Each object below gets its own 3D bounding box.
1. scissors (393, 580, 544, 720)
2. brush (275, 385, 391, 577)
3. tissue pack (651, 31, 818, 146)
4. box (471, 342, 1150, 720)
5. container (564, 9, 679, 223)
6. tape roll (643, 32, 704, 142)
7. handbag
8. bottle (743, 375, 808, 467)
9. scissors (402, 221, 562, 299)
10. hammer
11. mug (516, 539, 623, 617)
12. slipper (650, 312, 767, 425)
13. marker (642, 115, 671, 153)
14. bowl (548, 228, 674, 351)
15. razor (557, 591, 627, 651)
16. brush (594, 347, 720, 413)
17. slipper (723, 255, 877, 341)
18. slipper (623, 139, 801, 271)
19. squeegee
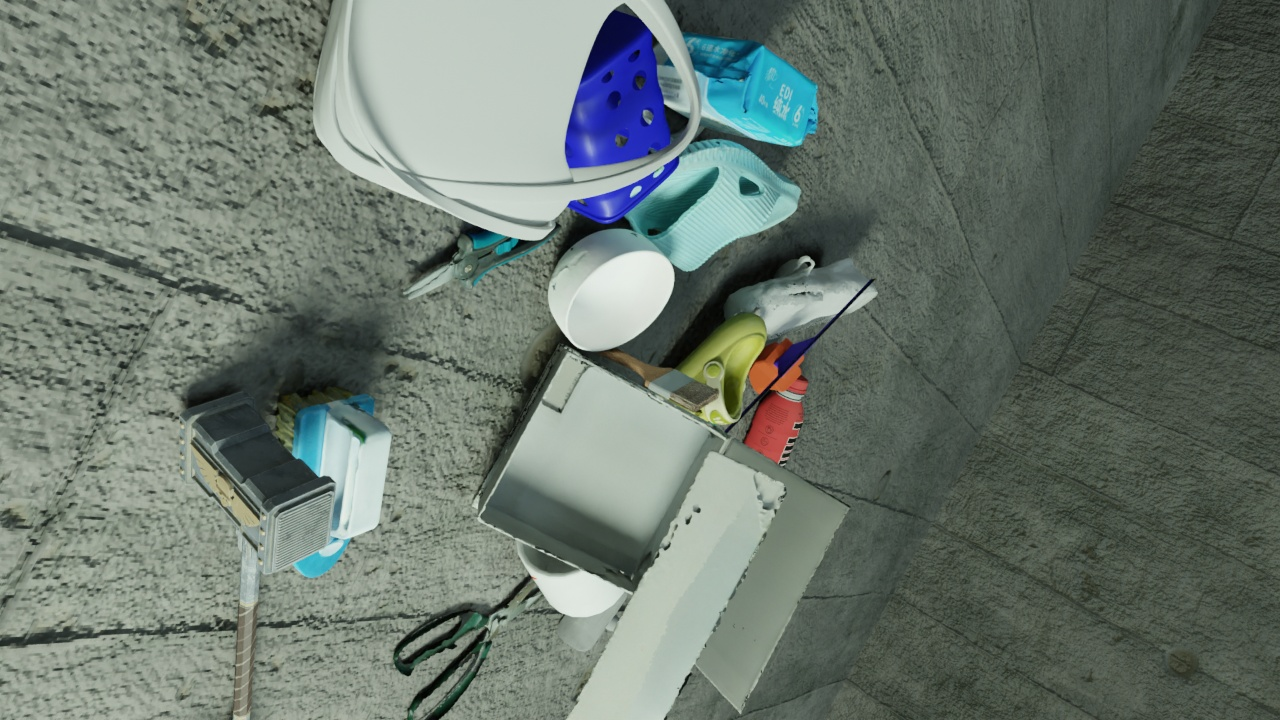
[{"bbox_3d":[-0.162,0.288,0.903,0.208,0.015,0.155,-16,125,-49],"label":"scissors"},{"bbox_3d":[-0.205,0.089,0.607,0.055,0.075,0.136,-16,128,-50],"label":"brush"},{"bbox_3d":[0.077,-0.216,0.727,0.144,0.093,0.062,5,103,-59],"label":"tissue pack"},{"bbox_3d":[0.101,0.169,0.711,0.167,0.507,0.148,-62,154,1],"label":"box"},{"bbox_3d":[-0.033,-0.172,0.634,0.085,0.084,0.114,-45,146,-22],"label":"container"},{"bbox_3d":[0.037,-0.225,0.766,0.092,0.013,0.093,-37,142,-36],"label":"tape roll"},{"bbox_3d":[-0.054,-0.174,0.513,0.222,0.095,0.216,10,109,-27],"label":"handbag"},{"bbox_3d":[0.172,0.099,1.203,0.062,0.062,0.177,-6,120,-55],"label":"bottle"},{"bbox_3d":[-0.107,-0.086,0.659,0.139,0.019,0.129,-55,157,5],"label":"scissors"},{"bbox_3d":[-0.260,0.175,0.606,0.044,0.098,0.323,-24,143,-46],"label":"hammer"},{"bbox_3d":[-0.062,0.176,0.898,0.090,0.091,0.121,72,20,-51],"label":"mug"},{"bbox_3d":[0.074,0.037,0.958,0.190,0.081,0.091,-48,154,6],"label":"slipper"},{"bbox_3d":[0.019,-0.172,0.757,0.133,0.020,0.017,19,84,-69],"label":"marker"},{"bbox_3d":[-0.029,-0.063,0.750,0.104,0.054,0.105,-26,147,-19],"label":"bowl"},{"bbox_3d":[-0.045,0.299,1.072,0.088,0.047,0.116,-53,157,-12],"label":"razor"},{"bbox_3d":[-0.005,0.004,0.769,0.045,0.143,0.008,-27,138,-57],"label":"brush"},{"bbox_3d":[0.184,-0.078,1.056,0.246,0.074,0.112,-16,146,-43],"label":"slipper"},{"bbox_3d":[0.074,-0.131,0.813,0.116,0.069,0.275,-30,166,27],"label":"slipper"},{"bbox_3d":[0.156,0.009,1.070,0.249,0.055,0.185,-45,171,-12],"label":"squeegee"}]
